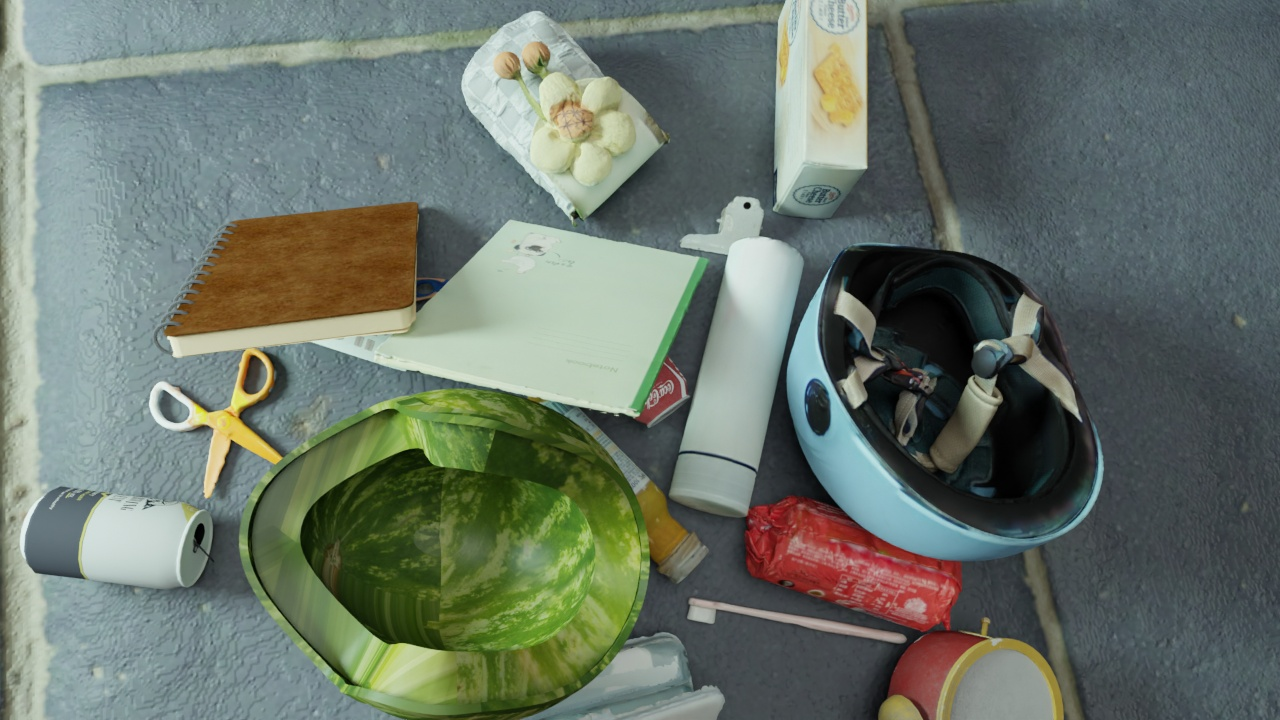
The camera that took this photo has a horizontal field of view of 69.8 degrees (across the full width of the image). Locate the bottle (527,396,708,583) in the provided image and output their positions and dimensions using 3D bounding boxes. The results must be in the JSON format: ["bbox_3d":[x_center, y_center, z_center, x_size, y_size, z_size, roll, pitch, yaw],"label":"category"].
[{"bbox_3d":[-0.025,0.099,0.735,0.186,0.053,0.053,44,75,6],"label":"bottle"}]

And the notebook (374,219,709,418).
[{"bbox_3d":[-0.058,-0.043,0.688,0.182,0.010,0.251,12,31,9],"label":"notebook"}]

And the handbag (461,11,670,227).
[{"bbox_3d":[-0.075,-0.216,0.776,0.112,0.123,0.171,-43,83,0],"label":"handbag"}]

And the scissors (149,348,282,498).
[{"bbox_3d":[-0.339,0.048,0.736,0.129,0.011,0.125,8,73,-2],"label":"scissors"}]

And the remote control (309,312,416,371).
[{"bbox_3d":[-0.247,-0.033,0.758,0.143,0.024,0.049,18,84,-2],"label":"remote control"}]

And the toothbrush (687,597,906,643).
[{"bbox_3d":[0.127,0.214,0.741,0.181,0.016,0.018,10,81,-3],"label":"toothbrush"}]

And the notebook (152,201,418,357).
[{"bbox_3d":[-0.253,-0.068,0.692,0.167,0.225,0.024,-8,119,-8],"label":"notebook"}]

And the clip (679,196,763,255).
[{"bbox_3d":[0.089,-0.119,0.818,0.101,0.038,0.054,9,87,-5],"label":"clip"}]

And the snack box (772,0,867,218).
[{"bbox_3d":[0.159,-0.243,0.817,0.057,0.104,0.207,5,75,-5],"label":"snack box"}]

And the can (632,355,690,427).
[{"bbox_3d":[-0.005,0.004,0.761,0.054,0.054,0.096,-35,82,-14],"label":"can"}]

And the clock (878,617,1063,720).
[{"bbox_3d":[0.237,0.276,0.700,0.158,0.081,0.117,-36,99,-23],"label":"clock"}]

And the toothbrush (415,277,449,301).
[{"bbox_3d":[-0.175,-0.061,0.779,0.135,0.017,0.021,-6,82,-8],"label":"toothbrush"}]

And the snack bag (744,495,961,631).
[{"bbox_3d":[0.169,0.158,0.725,0.176,0.082,0.082,17,74,-2],"label":"snack bag"}]

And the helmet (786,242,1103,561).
[{"bbox_3d":[0.221,0.043,0.705,0.225,0.167,0.265,4,49,-14],"label":"helmet"}]

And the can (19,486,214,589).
[{"bbox_3d":[-0.381,0.133,0.682,0.127,0.064,0.064,8,75,-4],"label":"can"}]

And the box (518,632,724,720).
[{"bbox_3d":[-0.039,0.273,0.643,0.216,0.110,0.107,-11,92,-18],"label":"box"}]

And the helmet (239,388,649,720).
[{"bbox_3d":[-0.123,0.127,0.621,0.243,0.248,0.213,16,77,-47],"label":"helmet"}]

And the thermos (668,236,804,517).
[{"bbox_3d":[0.082,0.013,0.762,0.068,0.068,0.229,15,74,-2],"label":"thermos"}]
